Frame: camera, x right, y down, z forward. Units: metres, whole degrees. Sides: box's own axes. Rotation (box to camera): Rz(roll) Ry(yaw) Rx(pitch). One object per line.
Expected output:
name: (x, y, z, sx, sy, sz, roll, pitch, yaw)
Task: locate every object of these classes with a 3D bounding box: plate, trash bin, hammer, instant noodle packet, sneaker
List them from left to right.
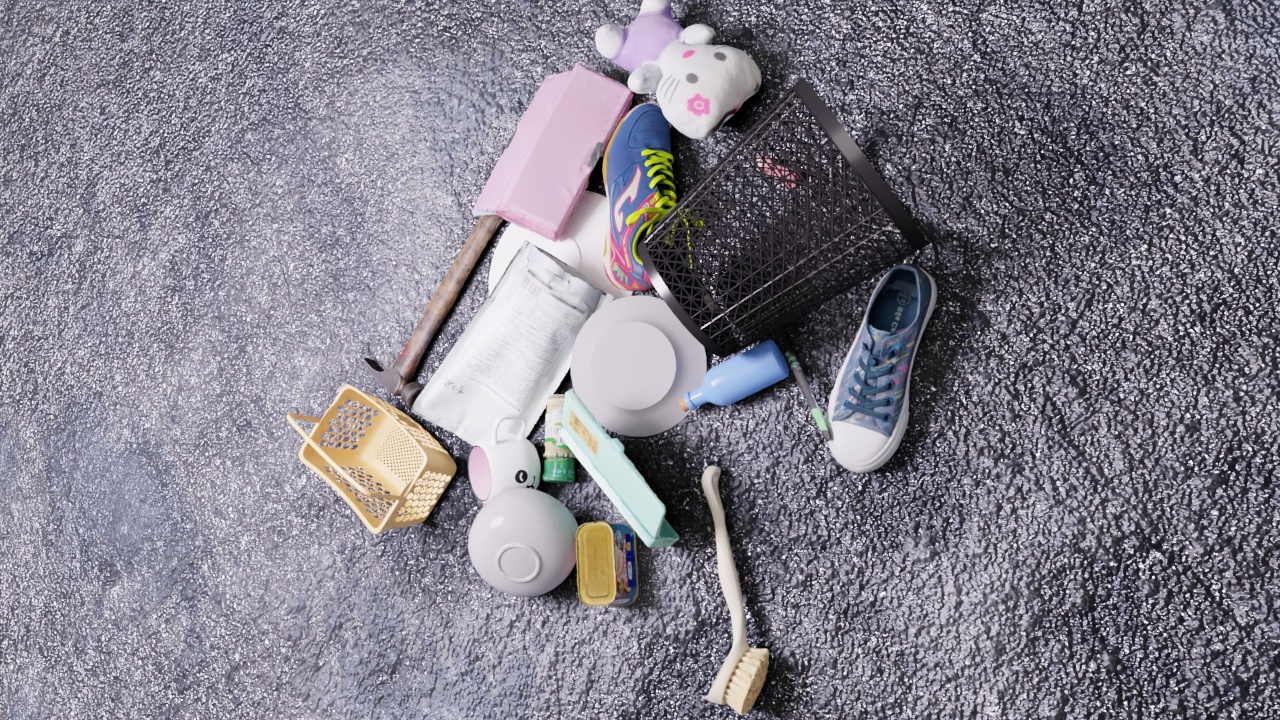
hammer: (-0.274, -0.102, 1.288, 0.120, 0.033, 0.330, 33, 94, 29)
instant noodle packet: (-0.162, -0.007, 1.172, 0.147, 0.057, 0.269, 33, 102, -6)
plate: (-0.112, -0.122, 1.212, 0.230, 0.030, 0.229, -6, 77, 25)
plate: (-0.007, 0.007, 1.117, 0.173, 0.019, 0.172, -1, 88, 16)
sneaker: (0.018, -0.205, 1.135, 0.091, 0.116, 0.241, -4, 80, 54)
trash bin: (0.142, -0.138, 0.993, 0.244, 0.216, 0.217, -37, 66, 17)
sneaker: (0.252, 0.003, 0.981, 0.087, 0.079, 0.235, 16, 86, 27)

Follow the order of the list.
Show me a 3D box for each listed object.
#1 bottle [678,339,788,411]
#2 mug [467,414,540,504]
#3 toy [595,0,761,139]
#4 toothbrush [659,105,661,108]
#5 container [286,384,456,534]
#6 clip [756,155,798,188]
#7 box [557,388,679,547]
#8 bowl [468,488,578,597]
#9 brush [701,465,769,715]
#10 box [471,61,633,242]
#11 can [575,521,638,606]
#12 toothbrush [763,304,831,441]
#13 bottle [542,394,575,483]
bottle: (0.104, 0.025, 1.066, 0.131, 0.048, 0.048, -27, 68, 18)
mug: (-0.164, 0.121, 1.146, 0.090, 0.076, 0.124, 39, 126, 47)
toy: (0.046, -0.361, 1.142, 0.137, 0.086, 0.209, -39, 69, -13)
toothbrush: (0.032, -0.342, 1.197, 0.016, 0.017, 0.190, 20, 88, 27)
container: (-0.357, 0.125, 1.202, 0.183, 0.167, 0.129, 36, 95, 28)
clip: (0.161, -0.228, 1.098, 0.059, 0.041, 0.023, 35, 98, 31)
box: (-0.029, 0.131, 1.063, 0.056, 0.138, 0.187, -39, 64, -6)
bowl: (-0.141, 0.225, 1.096, 0.132, 0.064, 0.132, 1, 110, 3)
brush: (0.097, 0.251, 1.023, 0.077, 0.062, 0.272, -7, 71, 8)
box: (-0.127, -0.284, 1.217, 0.173, 0.075, 0.233, 20, 80, 29)
can: (-0.040, 0.241, 1.084, 0.054, 0.059, 0.099, -10, 75, 24)
toothbrush: (0.176, 0.010, 1.035, 0.014, 0.017, 0.187, -41, 52, 32)
bottle: (-0.101, 0.099, 1.155, 0.043, 0.042, 0.110, -5, 76, 25)
